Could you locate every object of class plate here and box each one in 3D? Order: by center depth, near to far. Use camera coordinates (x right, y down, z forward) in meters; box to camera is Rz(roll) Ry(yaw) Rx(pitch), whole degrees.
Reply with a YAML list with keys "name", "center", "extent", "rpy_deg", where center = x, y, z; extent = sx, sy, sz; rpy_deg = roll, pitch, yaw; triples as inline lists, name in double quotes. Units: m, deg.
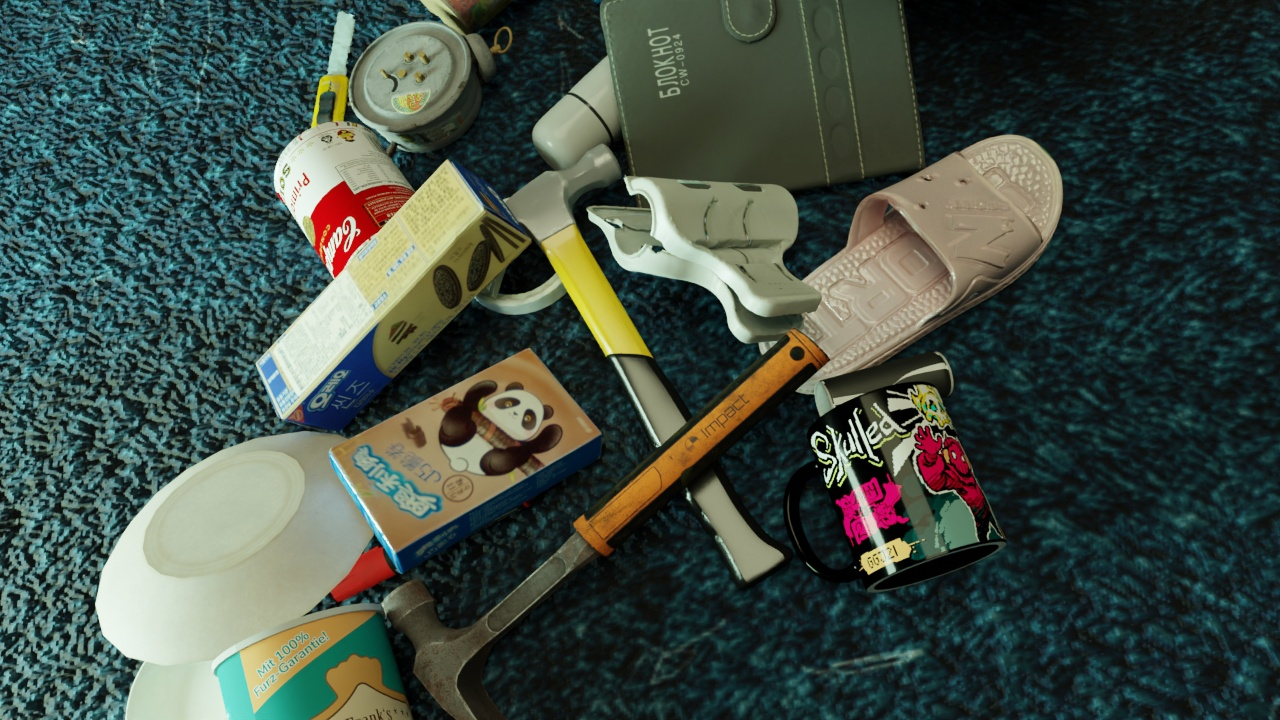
- name: "plate"
  center: [-0.262, 0.106, 0.591]
  extent: [0.189, 0.027, 0.188]
  rpy_deg: [-9, 39, 7]
- name: "plate"
  center: [-0.276, 0.221, 0.592]
  extent: [0.104, 0.026, 0.104]
  rpy_deg: [-4, 68, 9]

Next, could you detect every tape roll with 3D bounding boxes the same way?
- name: "tape roll"
  center: [-0.090, -0.079, 0.684]
  extent: [0.094, 0.018, 0.093]
  rpy_deg: [-4, 67, 9]

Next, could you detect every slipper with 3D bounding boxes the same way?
- name: "slipper"
  center: [0.181, -0.069, 0.601]
  extent: [0.239, 0.064, 0.094]
  rpy_deg: [-37, 66, -4]

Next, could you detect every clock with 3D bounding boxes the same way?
- name: "clock"
  center: [-0.167, -0.227, 0.740]
  extent: [0.148, 0.056, 0.104]
  rpy_deg: [-30, 66, 0]

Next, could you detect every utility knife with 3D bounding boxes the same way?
- name: "utility knife"
  center: [-0.265, -0.211, 0.778]
  extent: [0.030, 0.019, 0.216]
  rpy_deg: [0, 65, 2]

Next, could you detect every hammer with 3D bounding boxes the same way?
- name: "hammer"
  center: [-0.005, 0.103, 0.554]
  extent: [0.314, 0.035, 0.138]
  rpy_deg: [-42, 68, 3]
- name: "hammer"
  center: [-0.004, 0.004, 0.613]
  extent: [0.127, 0.029, 0.323]
  rpy_deg: [-30, 70, -1]

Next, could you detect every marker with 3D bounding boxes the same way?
- name: "marker"
  center: [-0.139, 0.117, 0.610]
  extent: [0.145, 0.021, 0.023]
  rpy_deg: [-27, 43, -1]

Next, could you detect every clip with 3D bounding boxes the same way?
- name: "clip"
  center: [0.055, -0.081, 0.582]
  extent: [0.126, 0.099, 0.152]
  rpy_deg: [-6, 31, -37]

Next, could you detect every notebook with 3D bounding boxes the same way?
- name: "notebook"
  center: [0.086, -0.199, 0.654]
  extent: [0.209, 0.029, 0.169]
  rpy_deg: [-10, 98, 4]

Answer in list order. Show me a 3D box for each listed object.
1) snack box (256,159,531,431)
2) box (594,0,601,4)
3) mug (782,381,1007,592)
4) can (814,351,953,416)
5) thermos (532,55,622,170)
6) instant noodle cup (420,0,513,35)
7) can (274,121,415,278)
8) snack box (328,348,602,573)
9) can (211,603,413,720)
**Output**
- name: "snack box"
  center: [-0.171, -0.039, 0.631]
  extent: [0.207, 0.057, 0.056]
  rpy_deg: [-43, 62, 13]
- name: "box"
  center: [0.065, -0.366, 0.766]
  extent: [0.232, 0.054, 0.093]
  rpy_deg: [-13, 83, 6]
- name: "mug"
  center: [0.139, 0.082, 0.544]
  extent: [0.118, 0.081, 0.098]
  rpy_deg: [-31, 62, 28]
- name: "can"
  center: [0.153, 0.018, 0.579]
  extent: [0.080, 0.032, 0.031]
  rpy_deg: [-14, 65, -7]
- name: "thermos"
  center: [0.009, -0.230, 0.707]
  extent: [0.224, 0.052, 0.052]
  rpy_deg: [-45, 67, -9]
- name: "instant noodle cup"
  center: [-0.131, -0.333, 0.761]
  extent: [0.100, 0.100, 0.112]
  rpy_deg: [38, 87, 22]
- name: "can"
  center: [-0.206, -0.108, 0.681]
  extent: [0.086, 0.087, 0.116]
  rpy_deg: [-36, 66, -5]
- name: "snack box"
  center: [-0.110, 0.060, 0.593]
  extent: [0.151, 0.034, 0.087]
  rpy_deg: [-29, 60, -24]
- name: "can"
  center: [-0.175, 0.227, 0.523]
  extent: [0.099, 0.099, 0.144]
  rpy_deg: [-25, 69, 0]
